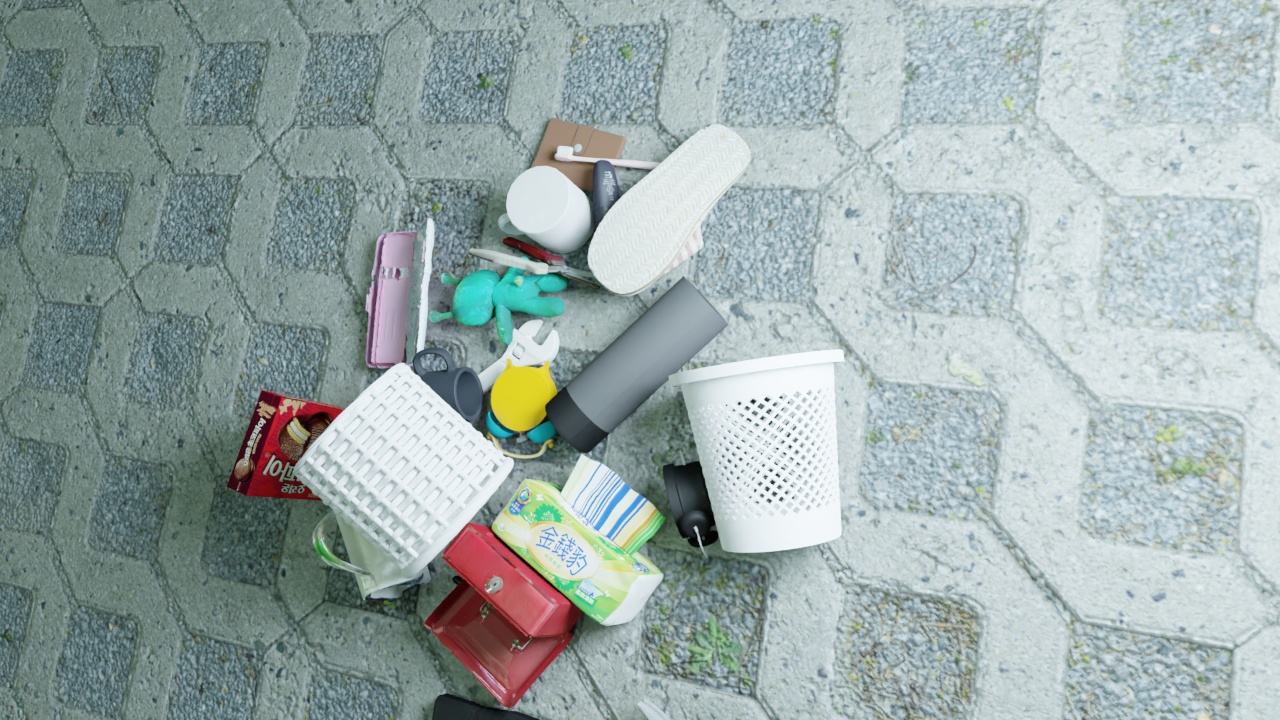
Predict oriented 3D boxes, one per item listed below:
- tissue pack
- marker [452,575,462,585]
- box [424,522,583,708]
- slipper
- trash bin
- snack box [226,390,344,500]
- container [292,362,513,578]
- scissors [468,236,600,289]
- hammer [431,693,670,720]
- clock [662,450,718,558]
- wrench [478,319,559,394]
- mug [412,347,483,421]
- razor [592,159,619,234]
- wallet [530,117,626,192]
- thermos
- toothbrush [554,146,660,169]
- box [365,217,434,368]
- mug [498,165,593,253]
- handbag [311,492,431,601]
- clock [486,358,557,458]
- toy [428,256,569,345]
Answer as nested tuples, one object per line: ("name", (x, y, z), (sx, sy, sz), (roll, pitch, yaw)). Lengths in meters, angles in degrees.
("tissue pack", (-0.057, 0.205, 1.112), (0.198, 0.120, 0.141), (36, 92, 15))
("marker", (-0.188, 0.324, 1.188), (0.152, 0.011, 0.011), (32, 91, 22))
("box", (-0.170, 0.294, 1.100), (0.157, 0.170, 0.156), (35, 67, 22))
("slipper", (0.039, -0.188, 1.174), (0.115, 0.052, 0.262), (40, 82, 8))
("trash bin", (0.142, 0.102, 1.026), (0.196, 0.195, 0.199), (-9, 86, 18))
("snack box", (-0.474, 0.120, 1.255), (0.036, 0.152, 0.132), (17, 86, 22))
("container", (-0.285, 0.132, 1.116), (0.187, 0.189, 0.189), (44, 97, -5))
("scissors", (-0.135, -0.131, 1.217), (0.179, 0.185, 0.015), (1, 117, -15))
("hammer", (-0.107, 0.460, 1.118), (0.329, 0.039, 0.131), (4, 80, 21))
("clock", (0.062, 0.173, 1.082), (0.042, 0.091, 0.120), (-16, 61, 6))
("wrench", (-0.223, 0.037, 1.253), (0.274, 0.018, 0.066), (-37, 70, 11))
("mug", (-0.264, 0.032, 1.212), (0.078, 0.071, 0.105), (-7, 111, 20))
("razor", (-0.043, -0.196, 1.210), (0.052, 0.047, 0.143), (-15, 79, 59))
("wallet", (-0.087, -0.283, 1.265), (0.121, 0.013, 0.087), (20, 87, 21))
("thermos", (-0.007, 0.007, 1.143), (0.240, 0.082, 0.082), (-43, 69, 8))
("toothbrush", (-0.029, -0.269, 1.231), (0.181, 0.015, 0.018), (10, 79, 15))
("box", (-0.327, -0.090, 1.293), (0.154, 0.066, 0.201), (-6, 77, 40))
("mug", (-0.131, -0.195, 1.223), (0.121, 0.090, 0.091), (-17, 74, 16))
("handbag", (-0.348, 0.229, 1.175), (0.074, 0.176, 0.151), (-28, 72, 13))
("clock", (-0.154, 0.063, 1.202), (0.099, 0.043, 0.129), (5, 89, 18))
("toy", (-0.189, -0.089, 1.232), (0.194, 0.072, 0.130), (-2, 64, 20))
